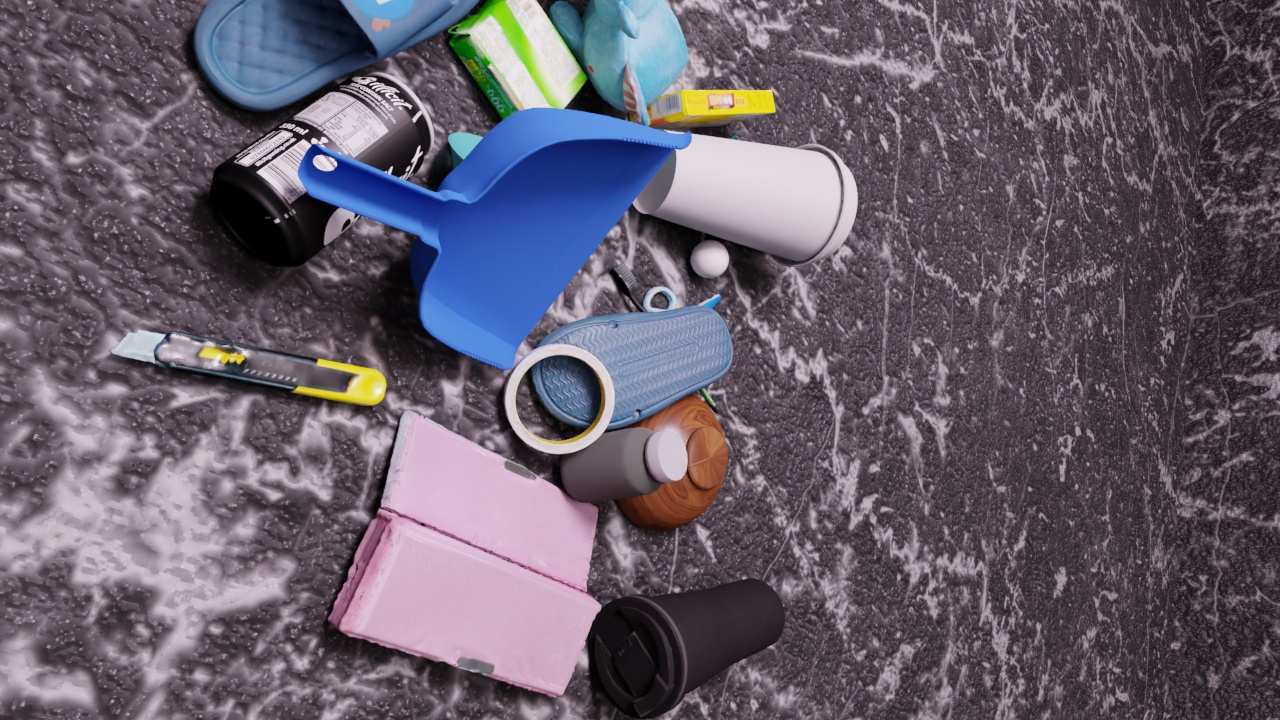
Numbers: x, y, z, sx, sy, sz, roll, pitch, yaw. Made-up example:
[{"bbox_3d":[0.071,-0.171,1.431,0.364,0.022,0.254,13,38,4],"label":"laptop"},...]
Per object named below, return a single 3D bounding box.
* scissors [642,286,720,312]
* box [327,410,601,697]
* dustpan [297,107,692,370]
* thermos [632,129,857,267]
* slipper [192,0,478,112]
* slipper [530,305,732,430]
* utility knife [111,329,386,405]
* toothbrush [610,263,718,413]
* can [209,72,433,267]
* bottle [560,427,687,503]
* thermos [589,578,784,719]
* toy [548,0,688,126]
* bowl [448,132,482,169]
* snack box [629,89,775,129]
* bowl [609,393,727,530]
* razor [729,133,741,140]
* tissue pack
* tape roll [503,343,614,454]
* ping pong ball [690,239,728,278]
[{"bbox_3d":[0.045,-0.052,0.957,0.132,0.020,0.097,-35,115,-41],"label":"scissors"},{"bbox_3d":[-0.120,0.162,0.743,0.232,0.051,0.180,33,63,-40],"label":"box"},{"bbox_3d":[-0.117,-0.103,0.649,0.257,0.246,0.059,18,33,-42],"label":"dustpan"},{"bbox_3d":[0.103,-0.172,0.940,0.221,0.132,0.131,5,83,-33],"label":"thermos"},{"bbox_3d":[-0.201,-0.245,0.611,0.213,0.059,0.104,-31,112,-2],"label":"slipper"},{"bbox_3d":[-0.005,0.005,0.859,0.213,0.059,0.104,-13,90,-30],"label":"slipper"},{"bbox_3d":[-0.260,0.005,0.629,0.186,0.020,0.028,14,75,-44],"label":"utility knife"},{"bbox_3d":[0.029,-0.020,0.914,0.017,0.014,0.188,-45,110,-25],"label":"toothbrush"},{"bbox_3d":[-0.217,-0.134,0.638,0.145,0.080,0.080,-52,122,-35],"label":"can"},{"bbox_3d":[-0.015,0.091,0.806,0.060,0.109,0.060,22,61,-48],"label":"bottle"},{"bbox_3d":[0.054,0.264,0.883,0.218,0.106,0.106,2,86,-51],"label":"thermos"},{"bbox_3d":[-0.024,-0.309,0.830,0.181,0.115,0.183,64,21,-55],"label":"toy"},{"bbox_3d":[-0.111,-0.136,0.756,0.121,0.121,0.046,9,120,-45],"label":"bowl"},{"bbox_3d":[0.065,-0.258,0.945,0.151,0.075,0.025,-18,102,-45],"label":"snack box"},{"bbox_3d":[0.043,0.095,0.899,0.147,0.069,0.147,5,84,-46],"label":"bowl"},{"bbox_3d":[0.120,-0.184,1.039,0.043,0.018,0.141,-45,122,-27],"label":"razor"},{"bbox_3d":[-0.104,-0.259,0.798,0.114,0.034,0.099,55,49,-28],"label":"tissue pack"},{"bbox_3d":[-0.070,0.033,0.788,0.094,0.019,0.094,-1,95,-12],"label":"tape roll"},{"bbox_3d":[0.073,-0.107,0.966,0.040,0.040,0.040,5,84,-46],"label":"ping pong ball"}]
